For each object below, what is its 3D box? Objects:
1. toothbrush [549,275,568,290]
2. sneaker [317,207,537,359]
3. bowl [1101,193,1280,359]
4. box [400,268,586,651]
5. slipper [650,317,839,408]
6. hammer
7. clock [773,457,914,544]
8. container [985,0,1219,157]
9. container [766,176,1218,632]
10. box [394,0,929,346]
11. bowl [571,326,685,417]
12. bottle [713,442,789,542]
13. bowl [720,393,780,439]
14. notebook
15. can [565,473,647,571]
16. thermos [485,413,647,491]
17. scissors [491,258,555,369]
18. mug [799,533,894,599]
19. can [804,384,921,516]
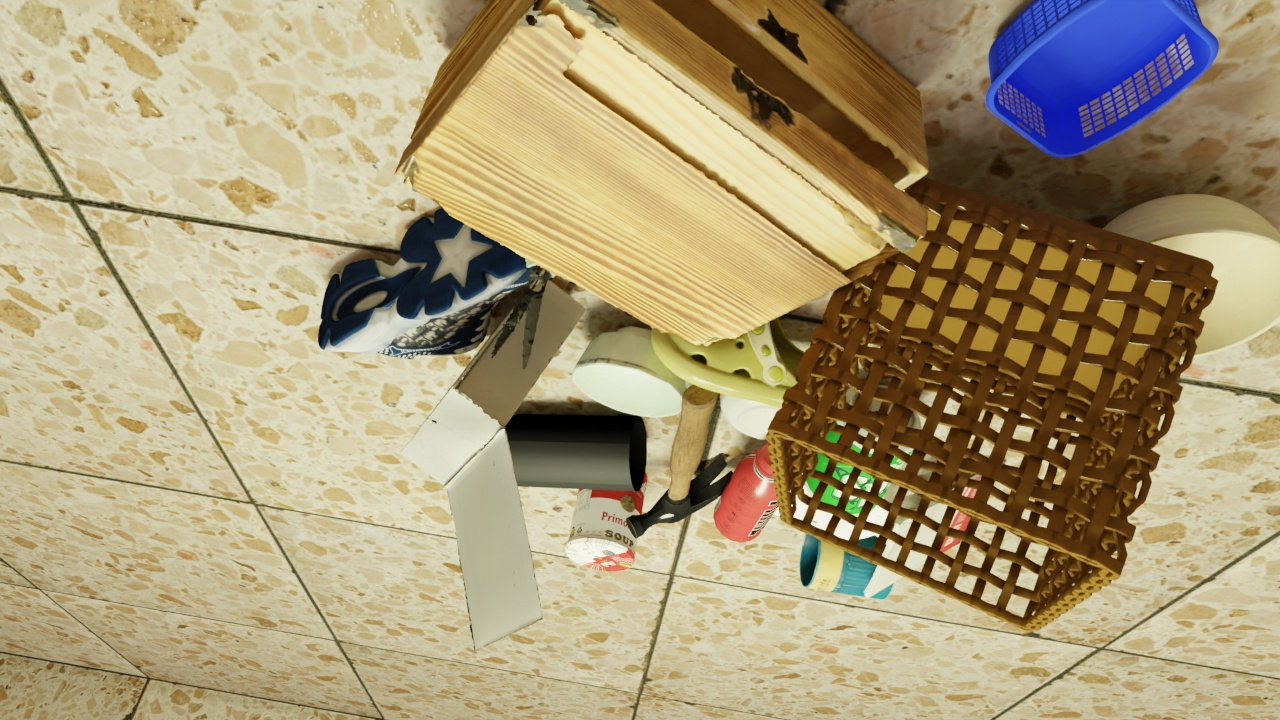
[{"bbox_3d":[-0.119,-0.045,0.929,0.015,0.015,0.185,33,141,-18],"label":"toothbrush"},{"bbox_3d":[-0.182,-0.056,0.880,0.270,0.103,0.132,-18,151,34],"label":"sneaker"},{"bbox_3d":[0.408,-0.073,0.702,0.151,0.075,0.151,8,145,5],"label":"bowl"},{"bbox_3d":[-0.152,0.149,0.792,0.119,0.477,0.167,19,148,-21],"label":"box"},{"bbox_3d":[0.105,-0.012,0.854,0.190,0.091,0.082,19,125,2],"label":"slipper"},{"bbox_3d":[0.053,0.105,0.990,0.132,0.040,0.306,-25,155,-16],"label":"hammer"},{"bbox_3d":[0.231,0.168,1.083,0.161,0.072,0.126,19,144,-12],"label":"clock"},{"bbox_3d":[0.284,-0.195,0.578,0.096,0.058,0.115,27,142,-22],"label":"container"},{"bbox_3d":[0.245,0.041,0.690,0.220,0.213,0.252,22,162,19],"label":"container"},{"bbox_3d":[0.009,-0.147,0.627,0.279,0.167,0.246,29,141,-27],"label":"box"},{"bbox_3d":[-0.005,0.005,0.920,0.117,0.061,0.117,14,157,6],"label":"bowl"},{"bbox_3d":[0.129,0.144,1.023,0.062,0.062,0.177,12,147,-2],"label":"bottle"},{"bbox_3d":[0.134,0.046,0.957,0.105,0.054,0.105,7,146,5],"label":"bowl"},{"bbox_3d":[0.343,0.203,1.084,0.153,0.012,0.209,-26,147,-15],"label":"notebook"},{"bbox_3d":[-0.041,0.194,1.152,0.087,0.116,0.087,7,145,5],"label":"can"},{"bbox_3d":[-0.099,0.106,1.071,0.199,0.086,0.086,0,144,14],"label":"thermos"},{"bbox_3d":[-0.075,-0.078,0.771,0.154,0.163,0.013,-17,179,-16],"label":"scissors"},{"bbox_3d":[0.270,0.267,1.217,0.107,0.083,0.114,9,167,-4],"label":"mug"},{"bbox_3d":[0.229,0.096,0.958,0.088,0.087,0.140,12,136,-2],"label":"can"}]
